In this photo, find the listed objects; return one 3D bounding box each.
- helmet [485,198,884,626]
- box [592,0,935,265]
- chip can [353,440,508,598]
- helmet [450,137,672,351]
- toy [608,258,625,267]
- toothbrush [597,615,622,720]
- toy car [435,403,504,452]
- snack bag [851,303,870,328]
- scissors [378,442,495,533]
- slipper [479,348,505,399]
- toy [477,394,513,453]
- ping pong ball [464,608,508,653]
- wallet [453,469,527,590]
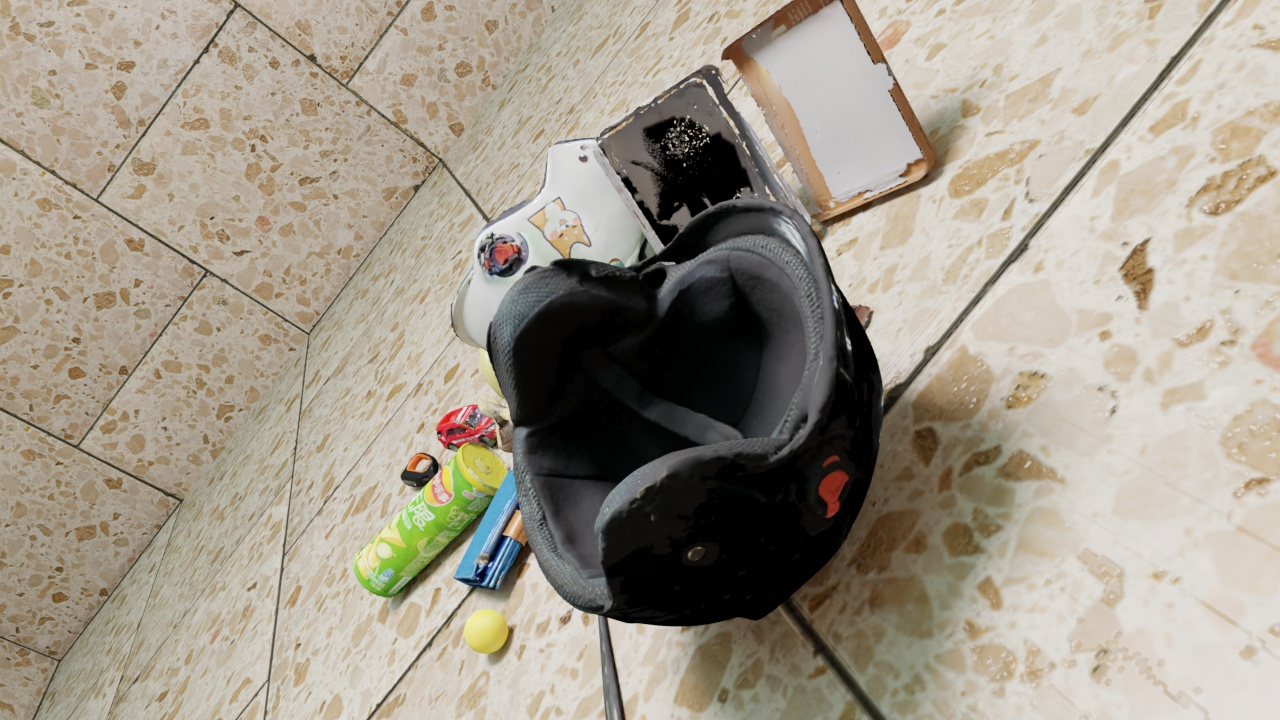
[{"bbox_3d":[0.039,0.040,0.584,0.275,0.230,0.233,-49,42,12],"label":"helmet"},{"bbox_3d":[0.101,-0.185,0.808,0.273,0.179,0.130,-28,11,25],"label":"box"},{"bbox_3d":[-0.246,0.189,1.066,0.222,0.072,0.072,-44,27,19],"label":"chip can"},{"bbox_3d":[-0.052,-0.083,0.956,0.157,0.230,0.274,40,92,24],"label":"helmet"},{"bbox_3d":[-0.002,-0.059,0.849,0.097,0.092,0.030,86,-168,-56],"label":"toy"},{"bbox_3d":[-0.030,0.224,0.720,0.016,0.018,0.181,-42,29,16],"label":"toothbrush"},{"bbox_3d":[-0.213,0.082,1.161,0.121,0.045,0.052,-14,37,40],"label":"toy car"},{"bbox_3d":[0.125,-0.028,0.722,0.105,0.026,0.045,5,60,28],"label":"snack bag"},{"bbox_3d":[-0.271,0.173,1.194,0.224,0.021,0.221,-54,30,-4],"label":"scissors"},{"bbox_3d":[-0.128,-0.040,1.138,0.082,0.091,0.190,-14,44,46],"label":"slipper"},{"bbox_3d":[-0.123,0.062,0.992,0.066,0.105,0.157,-43,7,8],"label":"toy"},{"bbox_3d":[-0.143,0.250,0.848,0.040,0.040,0.040,-40,28,27],"label":"ping pong ball"},{"bbox_3d":[-0.142,0.172,0.950,0.107,0.040,0.132,-22,39,62],"label":"wallet"}]
